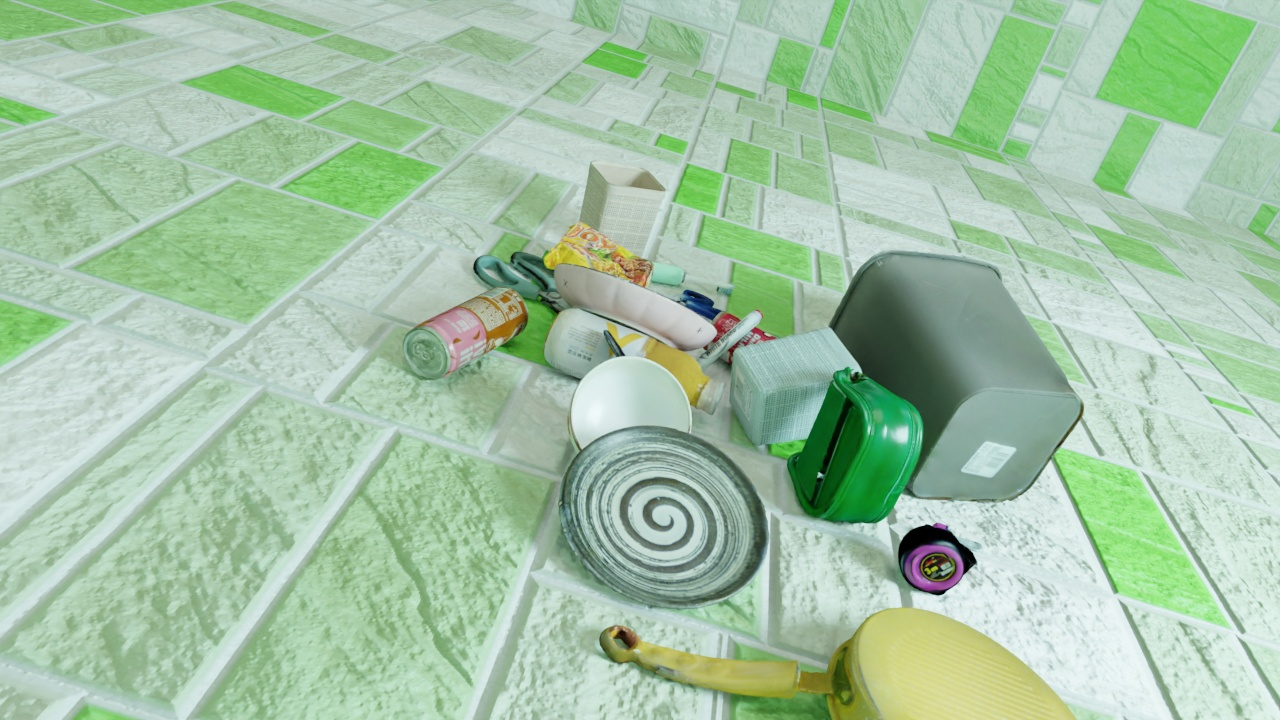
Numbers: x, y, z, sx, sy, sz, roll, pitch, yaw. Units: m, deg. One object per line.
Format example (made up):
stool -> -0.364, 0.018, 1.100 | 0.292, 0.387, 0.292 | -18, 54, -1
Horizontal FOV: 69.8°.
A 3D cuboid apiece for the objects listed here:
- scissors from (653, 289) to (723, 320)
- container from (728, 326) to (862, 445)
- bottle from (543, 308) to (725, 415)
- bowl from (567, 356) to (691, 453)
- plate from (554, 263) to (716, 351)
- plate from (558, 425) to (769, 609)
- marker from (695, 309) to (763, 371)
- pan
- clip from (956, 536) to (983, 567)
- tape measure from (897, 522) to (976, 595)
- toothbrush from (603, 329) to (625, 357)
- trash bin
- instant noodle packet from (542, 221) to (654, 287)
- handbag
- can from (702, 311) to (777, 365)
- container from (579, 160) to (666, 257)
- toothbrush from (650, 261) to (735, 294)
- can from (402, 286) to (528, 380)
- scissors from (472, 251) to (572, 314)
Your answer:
scissors -> 0.054, -0.070, 1.146 | 0.132, 0.012, 0.172 | 33, 19, 13
container -> 0.158, 0.030, 0.960 | 0.111, 0.090, 0.090 | -10, 40, -13
bottle -> -0.006, 0.006, 0.955 | 0.189, 0.068, 0.067 | 22, 28, 8
bowl -> -0.016, 0.057, 0.843 | 0.113, 0.113, 0.062 | 8, -13, -16
plate -> -0.011, -0.050, 1.011 | 0.192, 0.039, 0.192 | 22, -6, 2
plate -> 0.018, 0.130, 0.762 | 0.179, 0.024, 0.179 | 10, 45, -11
marker -> 0.088, -0.013, 1.031 | 0.017, 0.017, 0.145 | 34, 59, 28
pan -> 0.147, 0.240, 0.646 | 0.357, 0.078, 0.197 | 23, 25, -3
clip -> 0.295, 0.176, 0.873 | 0.057, 0.032, 0.025 | 18, 25, 17
tape measure -> 0.257, 0.174, 0.810 | 0.058, 0.057, 0.039 | 32, 23, -3
toothbrush -> 0.007, 0.041, 0.889 | 0.181, 0.018, 0.015 | 59, 19, 23
trash bin -> 0.333, 0.024, 1.000 | 0.198, 0.199, 0.219 | 4, 38, -19
instant noodle packet -> -0.051, -0.122, 1.158 | 0.128, 0.044, 0.110 | 31, 35, 2
handbag -> 0.198, 0.081, 0.868 | 0.068, 0.131, 0.120 | 11, 26, -20
can -> 0.142, -0.006, 1.072 | 0.133, 0.053, 0.053 | 29, 30, 22
container -> -0.031, -0.205, 1.272 | 0.089, 0.111, 0.090 | 2, 32, -26
toothbrush -> 0.023, -0.119, 1.237 | 0.224, 0.027, 0.026 | 9, 43, -14
can -> -0.175, -0.030, 0.935 | 0.058, 0.058, 0.147 | 26, 29, 16
scissors -> -0.114, -0.091, 1.121 | 0.180, 0.019, 0.142 | 30, 30, 25
